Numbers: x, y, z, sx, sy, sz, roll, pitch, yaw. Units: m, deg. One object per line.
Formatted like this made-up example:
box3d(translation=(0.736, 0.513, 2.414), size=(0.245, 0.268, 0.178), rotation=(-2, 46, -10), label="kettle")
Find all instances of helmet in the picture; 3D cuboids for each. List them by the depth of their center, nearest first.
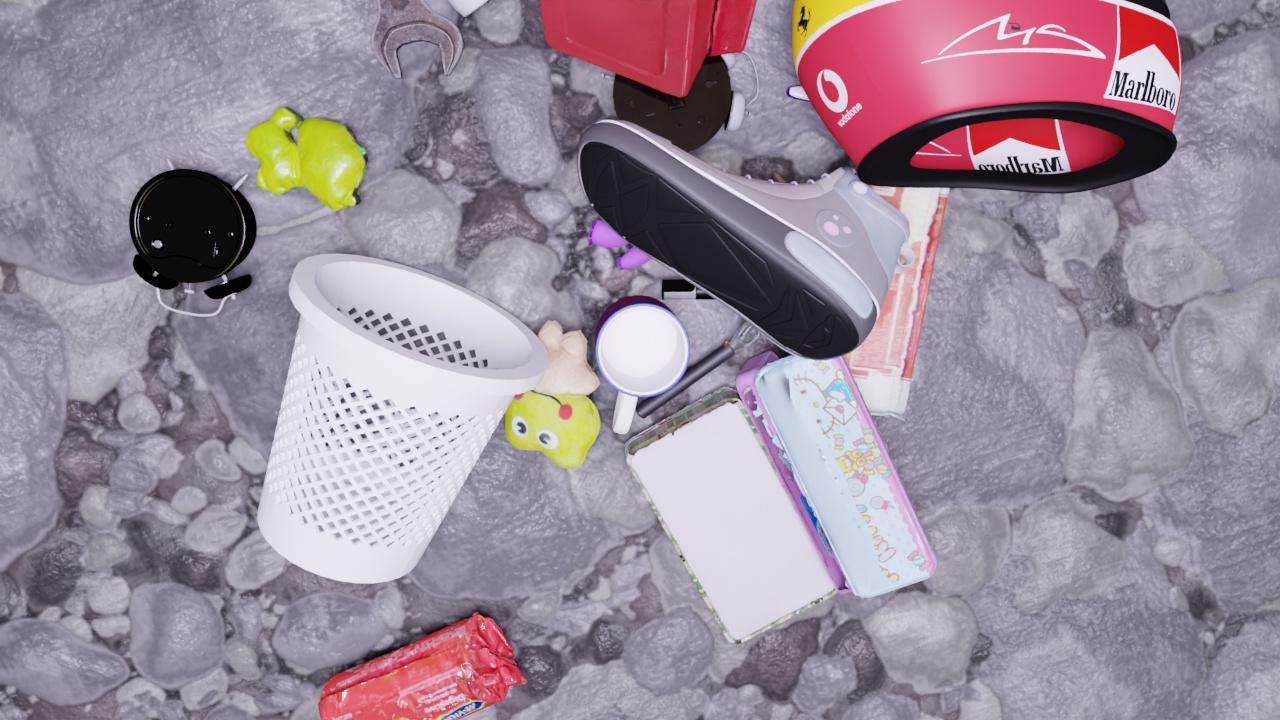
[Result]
box3d(translation=(0.244, -0.249, 0.664), size=(0.270, 0.198, 0.224), rotation=(0, 82, -12), label="helmet")

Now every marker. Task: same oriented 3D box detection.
box3d(translation=(0.088, -0.060, 0.782), size=(0.140, 0.016, 0.016), rotation=(0, 99, -3), label="marker")

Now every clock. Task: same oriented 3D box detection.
box3d(translation=(-0.359, -0.096, 0.741), size=(0.091, 0.042, 0.121), rotation=(10, 99, -4), label="clock")
box3d(translation=(0.035, -0.218, 0.745), size=(0.122, 0.035, 0.094), rotation=(-15, 100, -1), label="clock")

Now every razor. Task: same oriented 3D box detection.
box3d(translation=(0.055, 0.004, 0.785), size=(0.144, 0.022, 0.043), rotation=(-39, 119, 7), label="razor")

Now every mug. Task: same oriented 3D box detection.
box3d(translation=(-0.004, 0.004, 0.758), size=(0.075, 0.076, 0.112), rotation=(13, 98, -5), label="mug")

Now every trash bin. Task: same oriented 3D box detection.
box3d(translation=(-0.199, 0.051, 0.712), size=(0.195, 0.195, 0.200), rotation=(24, 107, -6), label="trash bin")

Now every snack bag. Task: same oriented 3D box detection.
box3d(translation=(0.206, -0.065, 0.777), size=(0.077, 0.041, 0.225), rotation=(8, 100, -4), label="snack bag")
box3d(translation=(-0.194, 0.282, 0.795), size=(0.176, 0.082, 0.082), rotation=(-23, 100, 0), label="snack bag")

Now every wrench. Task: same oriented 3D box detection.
box3d(translation=(-0.218, -0.351, 0.716), size=(0.070, 0.010, 0.273), rotation=(-23, 102, -2), label="wrench")

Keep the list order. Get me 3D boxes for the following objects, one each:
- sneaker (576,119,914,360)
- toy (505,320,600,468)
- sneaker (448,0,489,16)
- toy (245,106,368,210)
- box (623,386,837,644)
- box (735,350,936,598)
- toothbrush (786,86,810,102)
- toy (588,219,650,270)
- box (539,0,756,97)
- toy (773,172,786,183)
box3d(translation=(0.087, -0.124, 0.701), size=(0.256, 0.093, 0.160), rotation=(37, 57, 2), label="sneaker")
box3d(translation=(-0.072, 0.027, 0.763), size=(0.092, 0.043, 0.118), rotation=(20, 108, 24), label="toy")
box3d(translation=(-0.053, -0.395, 0.678), size=(0.295, 0.120, 0.127), rotation=(-35, 112, 6), label="sneaker")
box3d(translation=(-0.266, -0.162, 0.739), size=(0.093, 0.036, 0.094), rotation=(-18, 93, 5), label="toy")
box3d(translation=(0.079, 0.135, 0.799), size=(0.118, 0.050, 0.205), rotation=(-30, 99, 5), label="box")
box3d(translation=(0.167, 0.084, 0.758), size=(0.093, 0.089, 0.214), rotation=(-23, 99, 25), label="box")
box3d(translation=(0.214, -0.212, 0.764), size=(0.186, 0.016, 0.015), rotation=(6, 99, -4), label="toothbrush")
box3d(translation=(0.009, -0.121, 0.750), size=(0.088, 0.055, 0.106), rotation=(18, 110, -9), label="toy")
box3d(translation=(0.003, -0.281, 0.644), size=(0.165, 0.157, 0.151), rotation=(-12, 76, -5), label="box")
box3d(translation=(0.090, -0.102, 0.759), size=(0.102, 0.054, 0.041), rotation=(-38, 137, 9), label="toy")
